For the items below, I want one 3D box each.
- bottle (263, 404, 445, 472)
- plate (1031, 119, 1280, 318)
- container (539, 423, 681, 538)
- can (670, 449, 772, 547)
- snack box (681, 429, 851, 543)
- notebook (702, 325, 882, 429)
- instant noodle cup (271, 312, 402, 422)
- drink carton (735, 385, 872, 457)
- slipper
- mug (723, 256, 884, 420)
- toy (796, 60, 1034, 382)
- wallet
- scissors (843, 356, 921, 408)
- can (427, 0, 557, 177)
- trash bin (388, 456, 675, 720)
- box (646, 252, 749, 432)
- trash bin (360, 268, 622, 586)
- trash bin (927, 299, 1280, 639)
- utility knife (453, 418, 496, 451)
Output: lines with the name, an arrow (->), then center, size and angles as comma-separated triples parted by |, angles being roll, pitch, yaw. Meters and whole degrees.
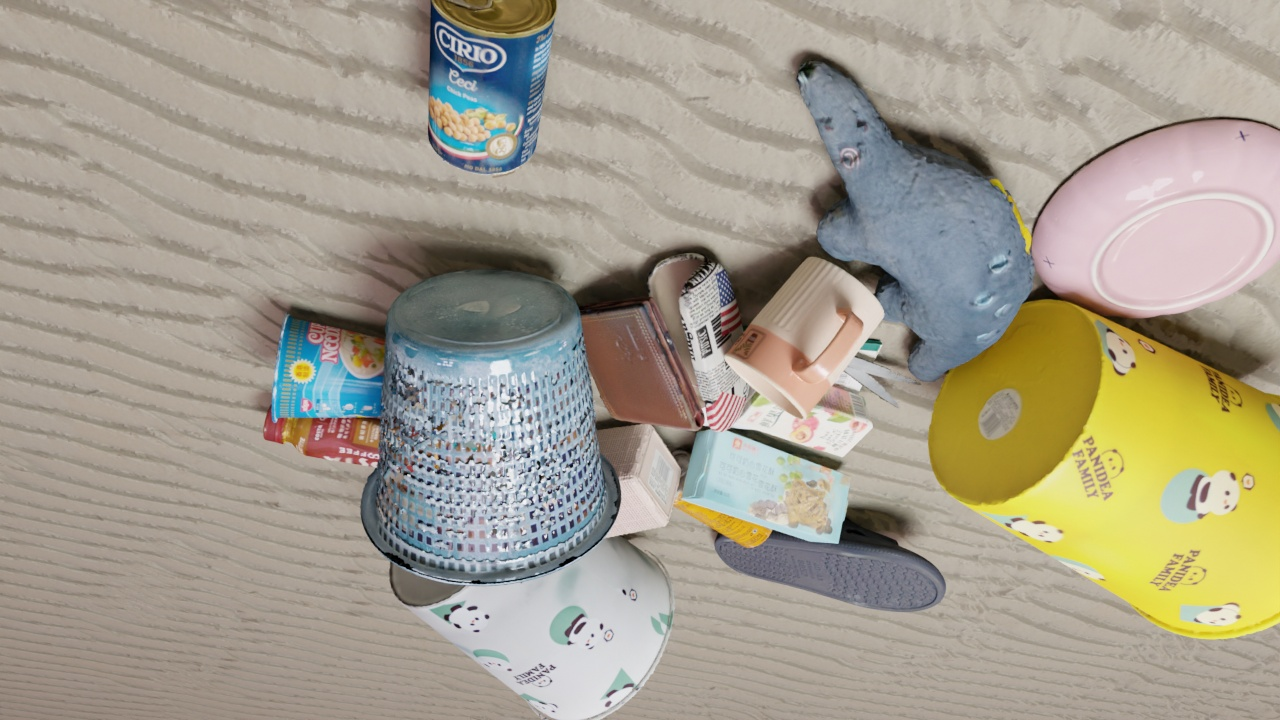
bottle -> -0.291, 0.078, 0.940 | 0.175, 0.057, 0.058 | 11, 141, -9
plate -> 0.400, -0.092, 0.691 | 0.192, 0.039, 0.193 | 2, 141, 2
container -> -0.027, 0.123, 0.934 | 0.111, 0.089, 0.090 | -13, 127, 29
can -> 0.083, 0.153, 1.007 | 0.058, 0.058, 0.146 | -29, 131, 34
snack box -> 0.132, 0.132, 0.953 | 0.174, 0.074, 0.052 | 21, 165, -21
notebook -> 0.106, 0.020, 0.875 | 0.209, 0.012, 0.151 | 6, 141, -4
instant noodle cup -> -0.272, 0.012, 0.837 | 0.109, 0.099, 0.099 | 6, 142, -18
drink carton -> 0.150, 0.045, 0.857 | 0.122, 0.045, 0.054 | 18, 132, -20
slipper -> 0.220, 0.217, 1.073 | 0.269, 0.083, 0.111 | 5, 137, 27
mug -> 0.134, -0.017, 0.718 | 0.081, 0.106, 0.114 | 40, 176, -12
toy -> 0.218, -0.082, 0.689 | 0.138, 0.091, 0.356 | 9, 150, 41
wallet -> -0.005, 0.005, 0.788 | 0.101, 0.032, 0.124 | -2, 121, 48
scissors -> 0.176, -0.007, 0.819 | 0.165, 0.014, 0.163 | -7, 129, 5
can -> -0.097, -0.183, 0.585 | 0.075, 0.075, 0.111 | 9, 142, -7
trash bin -> -0.125, 0.249, 1.024 | 0.230, 0.229, 0.252 | -22, 130, 28
box -> 0.059, -0.009, 0.772 | 0.076, 0.086, 0.163 | -17, 125, -3
trash bin -> -0.125, 0.038, 0.764 | 0.226, 0.226, 0.195 | 3, 120, 0
trash bin -> 0.405, 0.084, 0.777 | 0.255, 0.229, 0.230 | 25, 137, -18
utility knife -> -0.171, 0.081, 0.971 | 0.175, 0.013, 0.029 | -28, 134, 33
